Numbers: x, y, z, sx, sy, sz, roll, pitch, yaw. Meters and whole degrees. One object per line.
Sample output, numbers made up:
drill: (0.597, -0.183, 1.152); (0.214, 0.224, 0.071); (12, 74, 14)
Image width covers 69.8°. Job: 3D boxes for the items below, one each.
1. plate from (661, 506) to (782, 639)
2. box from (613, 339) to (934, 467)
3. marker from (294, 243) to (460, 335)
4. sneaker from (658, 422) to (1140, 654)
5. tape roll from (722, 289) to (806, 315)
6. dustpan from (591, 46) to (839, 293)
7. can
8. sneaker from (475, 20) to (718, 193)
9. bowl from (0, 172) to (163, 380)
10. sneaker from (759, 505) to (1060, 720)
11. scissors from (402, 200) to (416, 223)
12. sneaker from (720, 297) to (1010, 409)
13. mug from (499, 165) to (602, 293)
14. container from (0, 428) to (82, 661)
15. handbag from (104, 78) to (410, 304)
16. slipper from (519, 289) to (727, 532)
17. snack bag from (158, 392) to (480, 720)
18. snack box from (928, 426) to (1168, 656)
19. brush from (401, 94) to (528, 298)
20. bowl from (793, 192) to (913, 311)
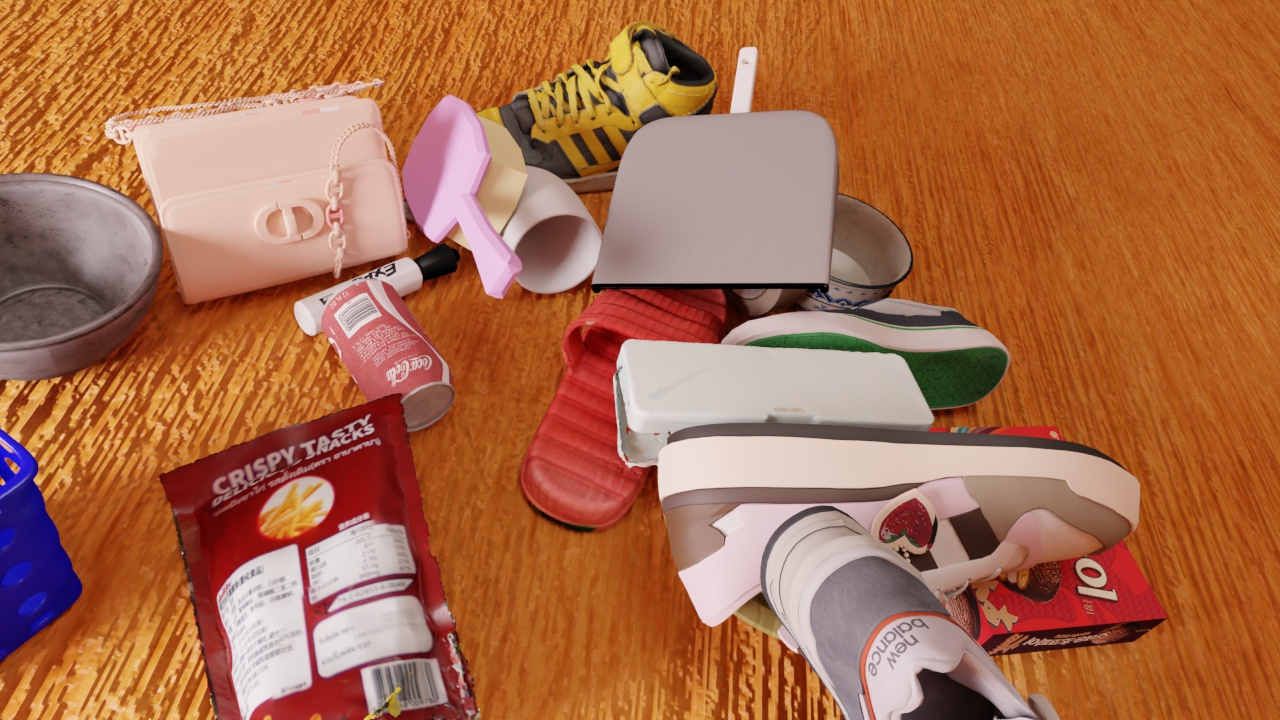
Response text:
plate: (0.097, 0.104, 0.584); (0.184, 0.036, 0.184); (9, 48, -10)
box: (0.083, 0.024, 0.580); (0.198, 0.073, 0.086); (1, 77, -15)
marker: (-0.180, -0.053, 0.643); (0.125, 0.025, 0.025); (-31, 64, -36)
sneaker: (0.155, 0.107, 0.516); (0.293, 0.112, 0.116); (6, 70, -15)
tape roll: (0.090, -0.083, 0.710); (0.030, 0.094, 0.093); (-18, 57, -30)
dustpan: (0.067, -0.152, 0.690); (0.163, 0.033, 0.257); (1, 60, 17)
can: (-0.160, -0.004, 0.586); (0.053, 0.054, 0.096); (-22, 59, -33)
sneaker: (-0.042, -0.213, 0.766); (0.238, 0.122, 0.086); (-6, 50, -24)
bowl: (-0.360, -0.040, 0.544); (0.145, 0.067, 0.144); (9, 47, -10)
sneaker: (0.147, 0.179, 0.415); (0.089, 0.124, 0.240); (-40, 102, -3)
scissors: (-0.231, -0.139, 0.709); (0.135, 0.019, 0.130); (-6, 58, -22)
sneaker: (0.155, -0.009, 0.682); (0.235, 0.084, 0.079); (1, 36, -23)
mug: (-0.064, -0.101, 0.705); (0.107, 0.071, 0.089); (18, 30, -41)
container: (-0.321, 0.083, 0.413); (0.084, 0.114, 0.084); (32, 48, 12)
handbag: (-0.260, -0.128, 0.666); (0.198, 0.117, 0.187); (-18, 26, -25)
slipper: (-0.004, 0.004, 0.627); (0.103, 0.059, 0.248); (26, 48, 6)
snack bag: (-0.165, 0.111, 0.465); (0.139, 0.067, 0.207); (-25, 56, -7)
snack box: (0.254, 0.117, 0.623); (0.132, 0.036, 0.151); (1, 49, -18)
brush: (-0.114, -0.109, 0.644); (0.043, 0.089, 0.228); (21, 24, -38)
bowl: (0.156, -0.080, 0.752); (0.115, 0.059, 0.115); (9, 47, -10)
